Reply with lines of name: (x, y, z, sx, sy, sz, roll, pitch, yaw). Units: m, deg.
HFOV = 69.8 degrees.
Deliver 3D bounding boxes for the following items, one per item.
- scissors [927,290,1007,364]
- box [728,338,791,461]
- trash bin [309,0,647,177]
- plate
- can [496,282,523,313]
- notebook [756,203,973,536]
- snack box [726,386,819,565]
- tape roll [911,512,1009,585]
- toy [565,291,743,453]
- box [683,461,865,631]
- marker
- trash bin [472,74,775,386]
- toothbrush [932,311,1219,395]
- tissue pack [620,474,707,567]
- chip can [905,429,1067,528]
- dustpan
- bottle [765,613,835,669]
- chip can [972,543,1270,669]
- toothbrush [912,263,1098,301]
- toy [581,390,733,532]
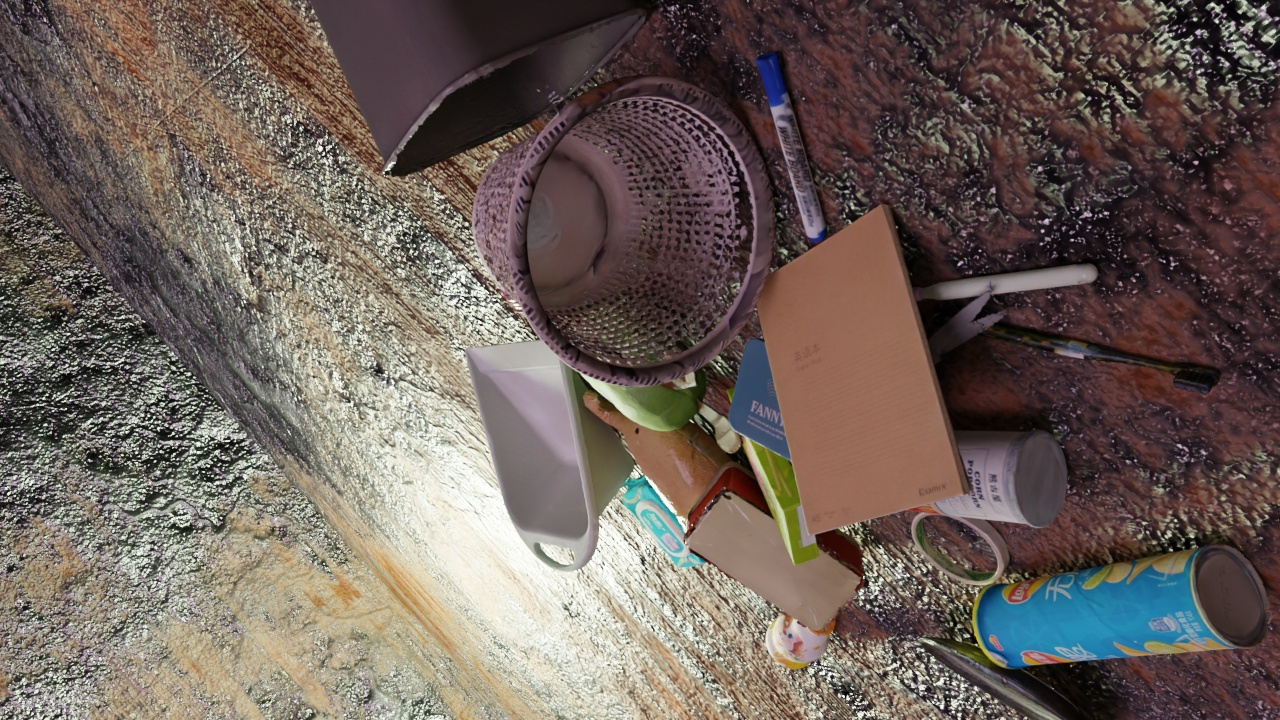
scissors: (0.223, 0.000, 0.691, 0.172, 0.014, 0.147, 12, 135, 52)
box: (0.147, 0.041, 0.745, 0.184, 0.061, 0.090, 23, 106, 50)
trash bin: (-0.151, -0.291, 0.700, 0.220, 0.198, 0.199, 60, 148, -5)
plate: (0.340, 0.297, 0.836, 0.179, 0.024, 0.179, 32, 170, 6)
can: (-0.128, -0.105, 0.980, 0.067, 0.066, 0.094, 6, 129, 49)
notebook: (0.154, 0.013, 0.680, 0.150, 0.012, 0.211, -31, 64, 50)
snack box: (0.121, 0.101, 0.843, 0.156, 0.026, 0.086, -110, 1, -47)
tape roll: (0.281, 0.162, 0.810, 0.086, 0.013, 0.086, 32, 145, 26)
toy: (-0.005, 0.005, 0.903, 0.247, 0.090, 0.227, 34, 173, 47)
box: (0.129, 0.188, 0.901, 0.168, 0.080, 0.091, 33, 111, -2)
marker: (0.113, -0.153, 0.674, 0.017, 0.016, 0.146, 11, 132, 46)
trash bin: (-0.037, -0.108, 0.748, 0.192, 0.227, 0.227, 21, 141, 57)
toothbrush: (0.283, -0.008, 0.618, 0.186, 0.017, 0.012, 18, 141, 40)
tissue pack: (0.038, 0.187, 1.107, 0.133, 0.050, 0.093, 49, 150, 1)
chip can: (0.226, 0.089, 0.747, 0.215, 0.071, 0.071, -4, 121, 54)
dustpan: (-0.127, 0.121, 1.113, 0.223, 0.142, 0.258, -5, 129, 52)
bottle: (0.186, 0.310, 1.045, 0.063, 0.063, 0.109, 41, 148, 13)
chip can: (0.352, 0.192, 0.697, 0.071, 0.071, 0.211, 49, 149, 1)
toothbrush: (0.227, -0.048, 0.646, 0.190, 0.029, 0.020, -7, 78, 53)
toy: (0.032, 0.105, 0.997, 0.226, 0.082, 0.144, 50, 147, 1)
